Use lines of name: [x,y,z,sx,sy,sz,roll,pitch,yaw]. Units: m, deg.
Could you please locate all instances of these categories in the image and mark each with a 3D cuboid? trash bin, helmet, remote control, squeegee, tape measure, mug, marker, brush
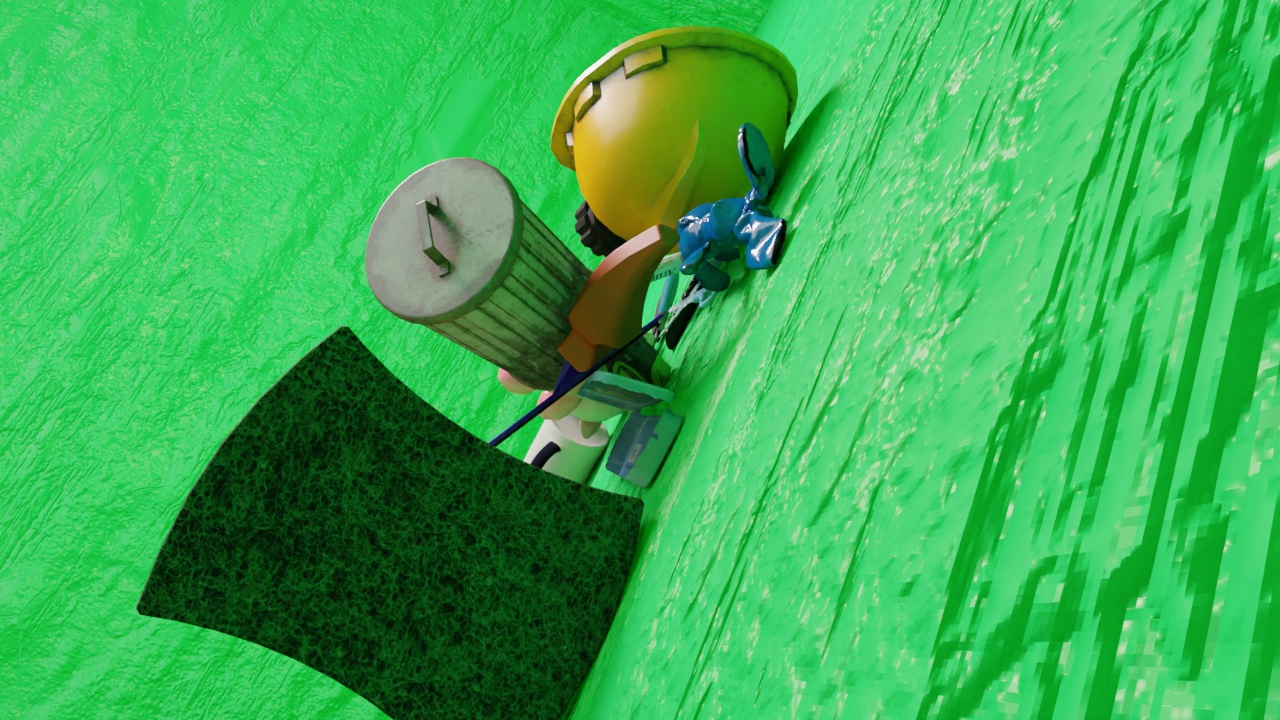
trash bin: [-0.115,-0.063,0.742,0.130,0.131,0.211,-63,-28,-7]
helmet: [0.029,-0.165,0.819,0.256,0.205,0.131,-31,54,53]
remote control: [0.059,-0.078,0.920,0.147,0.015,0.033,-62,5,11]
squeegee: [-0.023,-0.038,0.694,0.248,0.055,0.185,-38,-8,-44]
tape measure: [-0.005,0.005,0.862,0.059,0.065,0.035,-25,31,40]
mug: [-0.100,0.118,1.084,0.111,0.078,0.097,-25,-32,-60]
marker: [0.027,-0.082,0.782,0.145,0.017,0.017,-22,-16,-27]
brush: [-0.142,0.122,0.567,0.194,0.250,0.075,-60,4,-22]

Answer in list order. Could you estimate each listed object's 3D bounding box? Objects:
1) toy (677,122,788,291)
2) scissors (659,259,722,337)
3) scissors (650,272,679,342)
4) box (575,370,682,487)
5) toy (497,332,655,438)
toy: [0.067,-0.104,0.694,0.176,0.071,0.112,137,148,-75]
scissors: [0.056,-0.062,0.850,0.139,0.015,0.119,-57,11,25]
scissors: [0.028,-0.059,1.096,0.131,0.019,0.149,171,117,-88]
box: [-0.023,0.049,0.746,0.072,0.079,0.210,-60,5,-7]
toy: [-0.054,0.003,0.936,0.141,0.084,0.213,-67,-25,-10]
